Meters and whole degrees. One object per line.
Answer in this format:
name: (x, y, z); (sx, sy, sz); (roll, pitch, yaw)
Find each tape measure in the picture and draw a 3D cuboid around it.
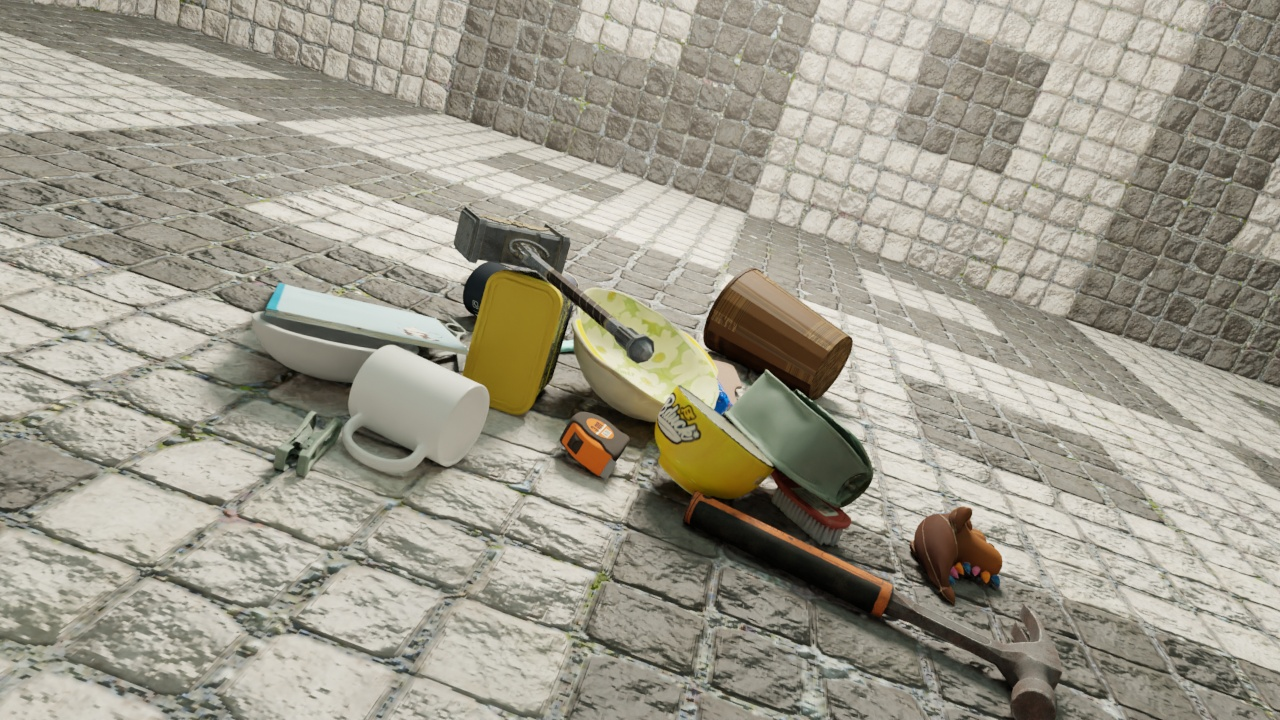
tape measure: (-0.045, 0.079, 0.848); (0.059, 0.038, 0.058); (33, 20, 4)

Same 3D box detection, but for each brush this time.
brush: (0.105, 0.036, 1.155); (0.050, 0.015, 0.135); (13, 24, -12)
brush: (0.138, 0.123, 0.895); (0.040, 0.030, 0.172); (4, 24, -35)

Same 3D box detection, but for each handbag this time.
handbag: (0.152, 0.071, 0.872); (0.106, 0.067, 0.122); (38, 5, -32)

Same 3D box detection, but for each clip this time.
clip: (-0.258, 0.063, 0.714); (0.042, 0.023, 0.075); (18, 20, -4)

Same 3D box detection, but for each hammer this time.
hammer: (-0.064, -0.063, 0.766); (0.098, 0.044, 0.322); (8, 18, -30)
hammer: (0.184, 0.183, 0.759); (0.314, 0.035, 0.137); (24, 19, 19)

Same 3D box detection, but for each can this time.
can: (-0.119, -0.027, 0.932); (0.075, 0.135, 0.104); (19, 16, 4)

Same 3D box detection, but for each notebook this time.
notebook: (-0.282, -0.045, 0.936); (0.181, 0.009, 0.253); (12, 5, -21)

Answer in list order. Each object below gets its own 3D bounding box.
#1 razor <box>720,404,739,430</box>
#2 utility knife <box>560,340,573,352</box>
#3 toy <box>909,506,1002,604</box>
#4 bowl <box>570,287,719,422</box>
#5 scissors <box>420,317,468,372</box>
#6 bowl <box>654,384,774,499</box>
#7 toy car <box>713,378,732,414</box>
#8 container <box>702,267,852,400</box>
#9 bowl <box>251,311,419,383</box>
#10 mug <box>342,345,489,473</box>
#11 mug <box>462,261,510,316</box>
razor: (0.150, 0.082, 0.974); (0.140, 0.064, 0.052); (22, 19, 17)
utility knife: (-0.090, -0.016, 1.127); (0.165, 0.015, 0.022); (-7, 32, -46)
toy: (0.299, 0.190, 0.849); (0.090, 0.071, 0.102); (26, 39, -15)
bowl: (-0.006, 0.006, 1.002); (0.219, 0.060, 0.188); (6, 41, -51)
scissors: (-0.205, -0.018, 1.017); (0.141, 0.014, 0.158); (3, 23, -47)
bowl: (0.058, 0.085, 0.846); (0.117, 0.068, 0.117); (39, 5, -5)
toy car: (0.099, 0.042, 1.081); (0.061, 0.033, 0.092); (9, 42, -42)
container: (0.193, -0.031, 1.262); (0.167, 0.132, 0.132); (34, 24, 27)
bowl: (-0.284, -0.007, 0.847); (0.149, 0.043, 0.149); (14, 6, -2)
mug: (-0.194, 0.048, 0.760); (0.090, 0.074, 0.110); (23, 45, 16)
mug: (-0.159, -0.069, 1.140); (0.077, 0.071, 0.105); (28, -6, 29)
